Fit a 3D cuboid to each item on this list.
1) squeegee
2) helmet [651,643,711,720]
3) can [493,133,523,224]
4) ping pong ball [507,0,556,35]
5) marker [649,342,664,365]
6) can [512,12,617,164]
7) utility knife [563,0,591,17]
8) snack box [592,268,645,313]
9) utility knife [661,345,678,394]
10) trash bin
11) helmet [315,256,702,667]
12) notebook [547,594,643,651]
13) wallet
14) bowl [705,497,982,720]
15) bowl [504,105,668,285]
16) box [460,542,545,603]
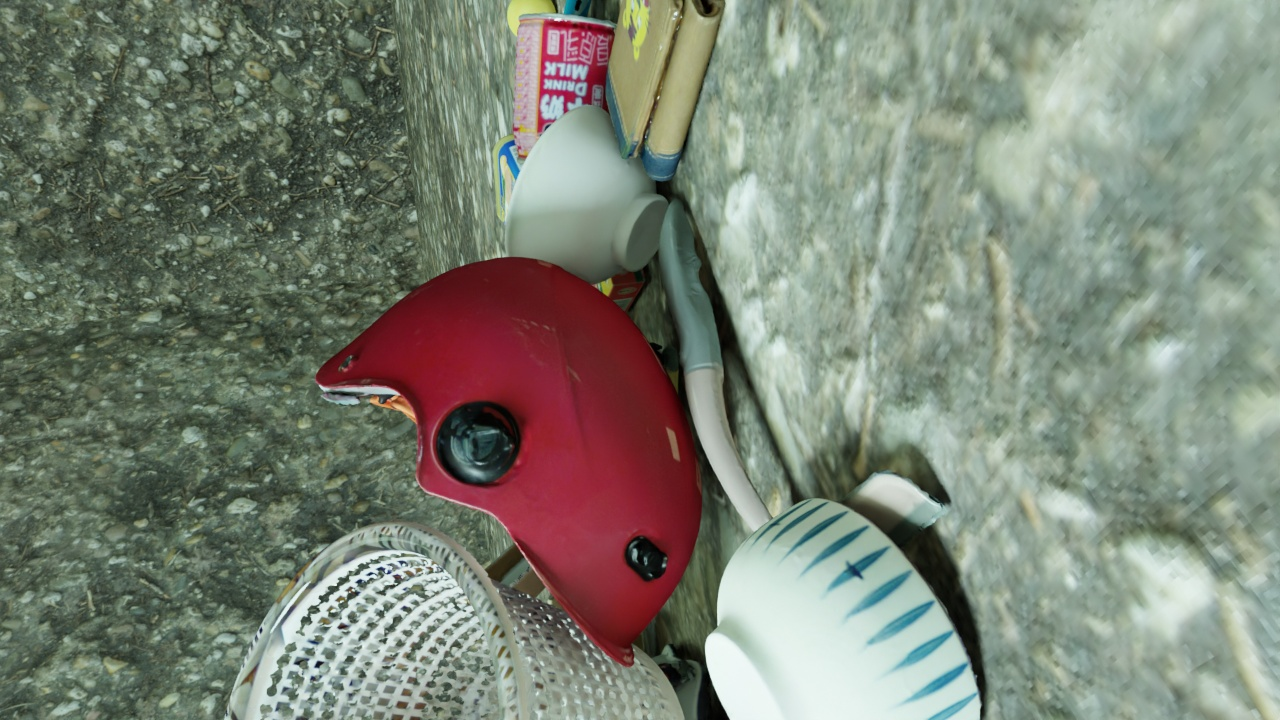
[{"bbox_3d":[0.042,0.014,0.485,0.248,0.040,0.249,104,152,-59],"label":"squeegee"},{"bbox_3d":[-0.004,0.339,0.642,0.274,0.156,0.230,-131,34,-62],"label":"helmet"},{"bbox_3d":[-0.096,-0.144,0.842,0.102,0.057,0.083,96,156,-47],"label":"can"},{"bbox_3d":[-0.089,-0.281,0.750,0.040,0.040,0.040,169,91,-75],"label":"ping pong ball"},{"bbox_3d":[-0.004,0.004,0.654,0.132,0.020,0.022,156,128,-80],"label":"marker"},{"bbox_3d":[-0.050,-0.176,0.606,0.066,0.066,0.094,-140,52,-67],"label":"can"},{"bbox_3d":[-0.064,-0.207,0.692,0.205,0.018,0.034,117,161,-53],"label":"utility knife"},{"bbox_3d":[-0.032,-0.117,0.681,0.077,0.027,0.155,127,131,-72],"label":"snack box"},{"bbox_3d":[0.021,0.073,0.656,0.031,0.021,0.207,-112,13,-53],"label":"utility knife"},{"bbox_3d":[-0.084,0.217,0.498,0.228,0.192,0.227,-17,61,33],"label":"trash bin"},{"bbox_3d":[-0.045,0.036,0.516,0.240,0.144,0.207,41,175,23],"label":"helmet"},{"bbox_3d":[-0.031,0.260,0.793,0.147,0.008,0.208,-37,-55,-60],"label":"notebook"},{"bbox_3d":[0.009,-0.167,0.496,0.115,0.033,0.090,112,146,-57],"label":"wallet"},{"bbox_3d":[0.068,0.121,0.365,0.116,0.066,0.117,50,154,36],"label":"bowl"},{"bbox_3d":[-0.022,-0.090,0.567,0.065,0.118,0.118,27,138,22],"label":"bowl"},{"bbox_3d":[-0.108,0.100,0.738,0.157,0.193,0.183,39,159,-4],"label":"box"}]
